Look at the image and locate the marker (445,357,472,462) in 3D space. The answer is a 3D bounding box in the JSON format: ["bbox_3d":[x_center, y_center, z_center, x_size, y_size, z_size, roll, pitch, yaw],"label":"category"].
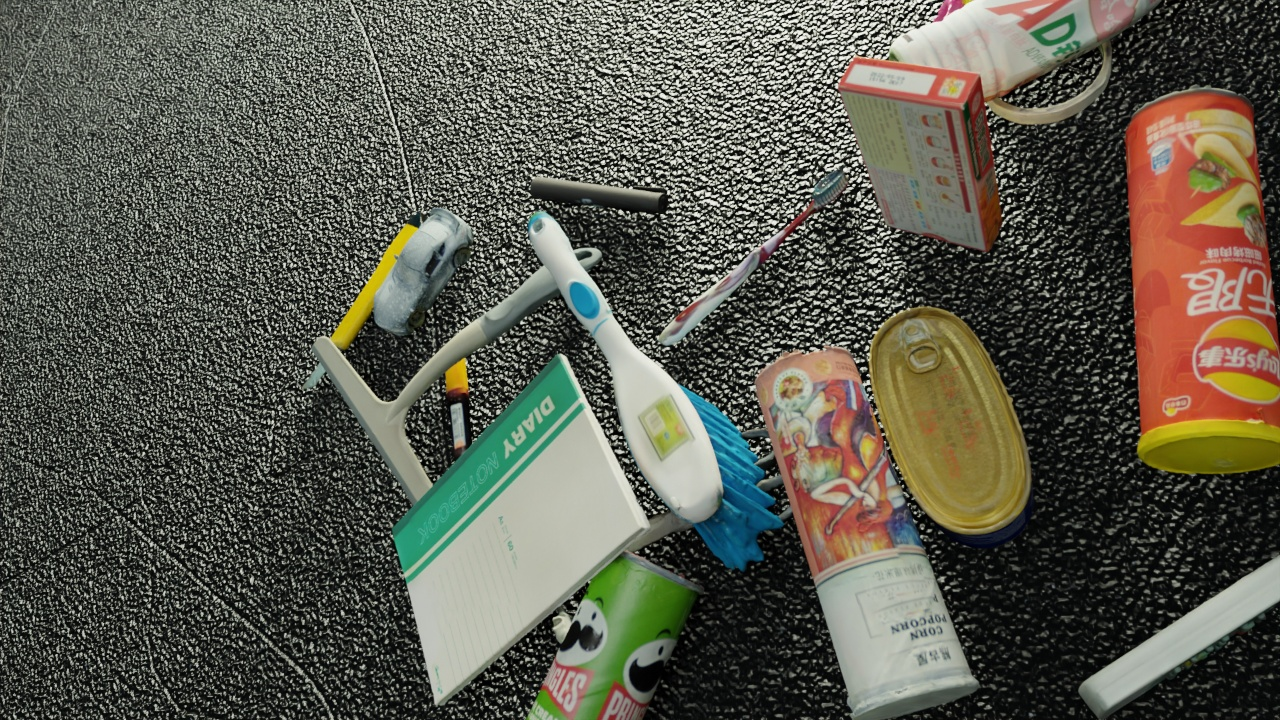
[{"bbox_3d":[-0.148,0.042,0.753,0.018,0.015,0.123,-18,63,15],"label":"marker"}]

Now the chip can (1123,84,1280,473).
[{"bbox_3d":[0.320,-0.047,0.523,0.073,0.073,0.216,-1,67,26],"label":"chip can"}]

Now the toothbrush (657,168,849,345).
[{"bbox_3d":[0.083,-0.076,0.687,0.187,0.017,0.016,-42,55,4],"label":"toothbrush"}]

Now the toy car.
[{"bbox_3d":[-0.198,-0.080,0.821,0.054,0.036,0.120,30,87,33],"label":"toy car"}]

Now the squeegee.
[{"bbox_3d":[-0.130,-0.015,0.741,0.246,0.039,0.246,-40,61,-2],"label":"squeegee"}]

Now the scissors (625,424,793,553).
[{"bbox_3d":[0.032,0.114,0.630,0.141,0.014,0.173,29,83,34],"label":"scissors"}]

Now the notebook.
[{"bbox_3d":[-0.094,0.116,0.633,0.209,0.012,0.150,-45,51,21],"label":"notebook"}]

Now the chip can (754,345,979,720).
[{"bbox_3d":[0.129,0.098,0.555,0.071,0.071,0.214,-23,59,16],"label":"chip can"}]

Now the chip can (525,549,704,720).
[{"bbox_3d":[-0.039,0.236,0.577,0.072,0.072,0.235,19,78,32],"label":"chip can"}]

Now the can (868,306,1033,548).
[{"bbox_3d":[0.190,0.040,0.562,0.075,0.049,0.148,-22,60,16],"label":"can"}]

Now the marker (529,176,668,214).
[{"bbox_3d":[-0.037,-0.141,0.775,0.132,0.020,0.022,12,85,30],"label":"marker"}]

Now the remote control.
[{"bbox_3d":[0.285,0.139,0.466,0.135,0.056,0.019,-37,57,7],"label":"remote control"}]

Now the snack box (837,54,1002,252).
[{"bbox_3d":[0.180,-0.126,0.577,0.077,0.156,0.027,22,77,33],"label":"snack box"}]

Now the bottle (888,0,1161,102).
[{"bbox_3d":[0.271,-0.228,0.615,0.197,0.068,0.068,-24,59,12],"label":"bottle"}]

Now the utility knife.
[{"bbox_3d":[-0.252,-0.053,0.847,0.033,0.015,0.197,26,82,49],"label":"utility knife"}]

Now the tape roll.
[{"bbox_3d":[0.284,-0.206,0.647,0.086,0.014,0.085,-11,64,22],"label":"tape roll"}]

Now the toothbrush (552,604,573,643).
[{"bbox_3d":[-0.084,0.133,0.679,0.016,0.018,0.181,-41,54,14],"label":"toothbrush"}]

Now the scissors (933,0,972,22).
[{"bbox_3d":[0.253,-0.294,0.671,0.133,0.017,0.124,-64,14,-1],"label":"scissors"}]

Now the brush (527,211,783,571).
[{"bbox_3d":[-0.004,0.004,0.645,0.060,0.109,0.314,-40,42,11],"label":"brush"}]
